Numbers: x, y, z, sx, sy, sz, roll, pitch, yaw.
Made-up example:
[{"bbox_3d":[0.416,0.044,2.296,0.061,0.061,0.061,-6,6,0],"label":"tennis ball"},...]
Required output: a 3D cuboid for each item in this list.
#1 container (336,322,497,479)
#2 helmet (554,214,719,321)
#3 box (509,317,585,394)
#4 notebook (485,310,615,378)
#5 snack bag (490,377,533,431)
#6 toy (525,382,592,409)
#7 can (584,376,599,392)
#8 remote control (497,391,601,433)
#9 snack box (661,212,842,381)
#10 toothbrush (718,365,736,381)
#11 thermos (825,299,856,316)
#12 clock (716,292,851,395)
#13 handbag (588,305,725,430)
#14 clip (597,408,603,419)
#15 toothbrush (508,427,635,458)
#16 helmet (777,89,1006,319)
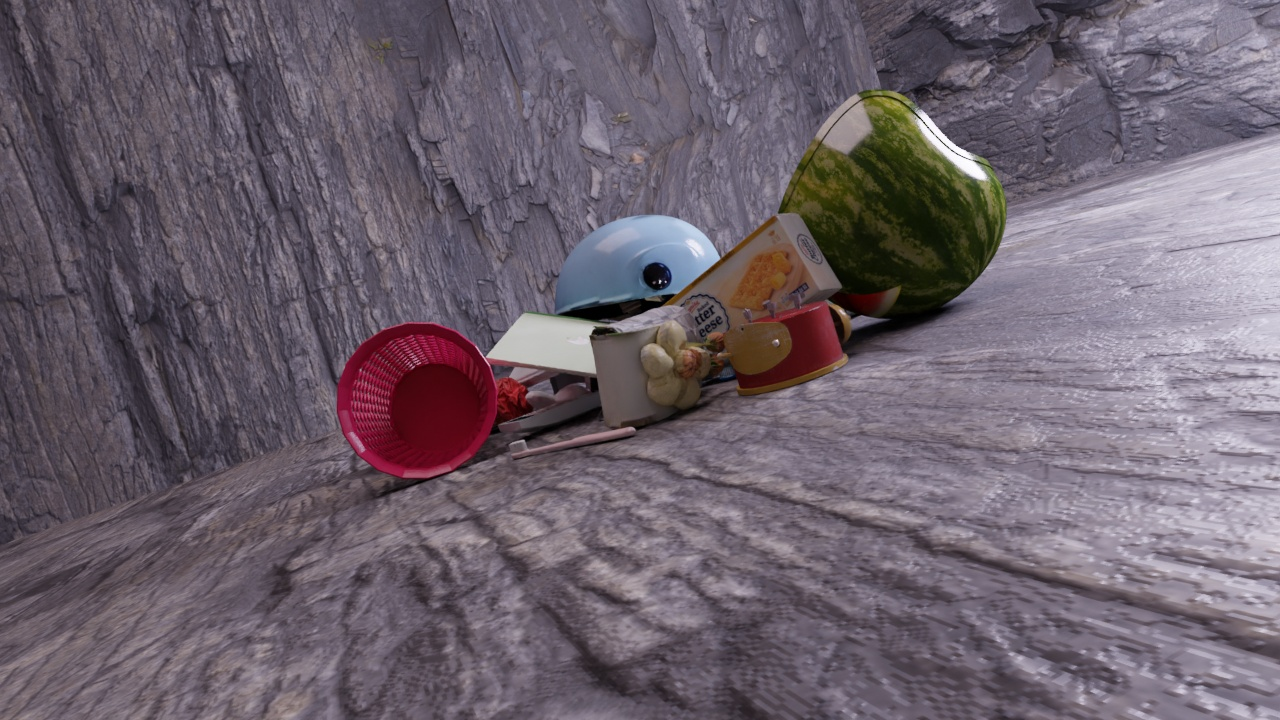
[{"bbox_3d":[-0.275,0.057,1.183,0.183,0.183,0.226,-19,-3,-8],"label":"container"},{"bbox_3d":[-0.006,-0.126,1.360,0.265,0.166,0.226,-9,-5,-23],"label":"helmet"},{"bbox_3d":[-0.105,0.009,1.374,0.217,0.110,0.107,-18,45,62],"label":"box"},{"bbox_3d":[-0.051,-0.017,1.181,0.253,0.010,0.181,8,24,7],"label":"notebook"},{"bbox_3d":[-0.236,0.070,1.369,0.177,0.082,0.082,-15,6,31],"label":"snack bag"},{"bbox_3d":[-0.096,0.051,1.285,0.125,0.037,0.076,-9,-3,1],"label":"toy"},{"bbox_3d":[-0.013,0.006,1.240,0.127,0.064,0.064,-6,4,-4],"label":"can"},{"bbox_3d":[-0.111,0.071,1.185,0.143,0.024,0.050,-20,5,-41],"label":"remote control"},{"bbox_3d":[0.121,-0.070,1.070,0.208,0.104,0.057,-38,-17,35],"label":"snack box"},{"bbox_3d":[0.151,0.000,1.049,0.135,0.017,0.021,-17,7,24],"label":"toothbrush"},{"bbox_3d":[0.213,-0.069,1.329,0.230,0.068,0.068,-17,5,10],"label":"thermos"},{"bbox_3d":[0.154,-0.027,0.952,0.117,0.081,0.158,-14,6,43],"label":"clock"},{"bbox_3d":[0.027,0.000,0.990,0.123,0.112,0.171,-5,10,29],"label":"handbag"},{"bbox_3d":[-0.026,0.051,1.133,0.054,0.038,0.101,-42,3,7],"label":"clip"},{"bbox_3d":[-0.074,0.083,0.955,0.182,0.018,0.015,-14,7,40],"label":"toothbrush"},{"bbox_3d":[0.299,-0.167,1.096,0.242,0.247,0.213,-54,-9,-18],"label":"helmet"}]
